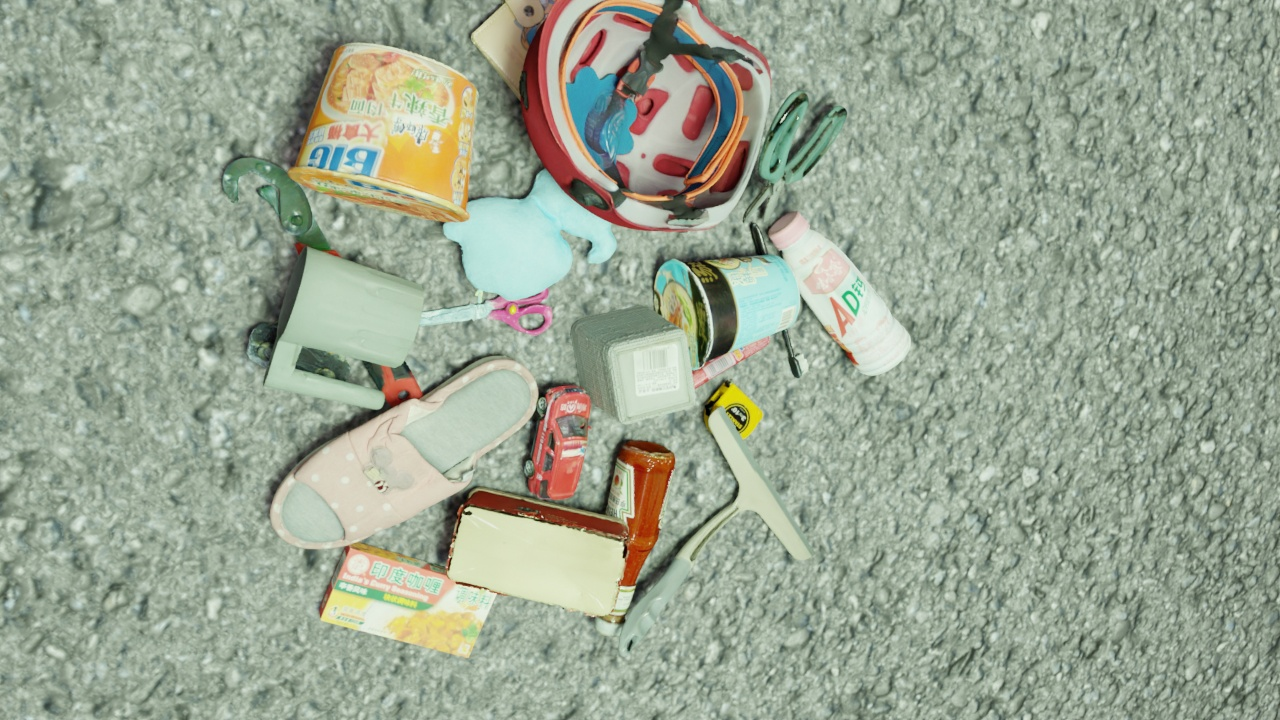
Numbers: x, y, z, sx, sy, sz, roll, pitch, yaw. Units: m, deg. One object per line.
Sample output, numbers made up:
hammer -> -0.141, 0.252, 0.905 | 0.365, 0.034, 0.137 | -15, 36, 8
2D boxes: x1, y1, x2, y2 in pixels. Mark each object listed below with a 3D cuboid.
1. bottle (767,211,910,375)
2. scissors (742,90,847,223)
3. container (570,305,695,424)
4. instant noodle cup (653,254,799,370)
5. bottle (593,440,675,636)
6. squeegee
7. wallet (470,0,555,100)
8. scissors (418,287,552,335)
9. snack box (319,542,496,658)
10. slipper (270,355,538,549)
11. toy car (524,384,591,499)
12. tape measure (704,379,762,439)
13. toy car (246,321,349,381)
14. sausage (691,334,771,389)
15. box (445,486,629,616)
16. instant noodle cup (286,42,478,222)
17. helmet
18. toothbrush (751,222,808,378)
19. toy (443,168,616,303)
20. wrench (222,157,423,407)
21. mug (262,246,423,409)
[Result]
bottle -> 0.210, -0.073, 0.979 | 0.068, 0.068, 0.197 | -43, 108, -6
scissors -> 0.157, -0.214, 0.897 | 0.019, 0.174, 0.169 | 35, 64, 18
container -> -0.005, 0.005, 0.892 | 0.090, 0.114, 0.090 | -14, 106, -16
instant noodle cup -> 0.091, -0.059, 0.924 | 0.120, 0.111, 0.111 | -16, 106, -24
bottle -> -0.012, 0.188, 0.961 | 0.059, 0.060, 0.206 | 9, 99, -21
squeegee -> 0.054, 0.215, 0.983 | 0.246, 0.039, 0.246 | -45, 121, -19
wallet -> -0.092, -0.305, 0.845 | 0.115, 0.024, 0.087 | -44, 117, -5
scissors -> -0.152, -0.052, 0.883 | 0.135, 0.017, 0.063 | -4, 103, -15
snack box -> -0.229, 0.238, 0.911 | 0.155, 0.027, 0.077 | 23, 92, -22
slipper -> -0.214, 0.091, 0.861 | 0.274, 0.054, 0.114 | -32, 121, -13
toy car -> -0.078, 0.083, 0.911 | 0.052, 0.045, 0.121 | -4, 111, -39
tape measure -> 0.096, 0.058, 0.985 | 0.060, 0.029, 0.057 | 42, 85, -22
toy car -> -0.307, -0.001, 0.825 | 0.090, 0.042, 0.034 | 26, 119, -20
sausage -> 0.076, 0.008, 0.973 | 0.155, 0.020, 0.020 | -31, 110, -11
box -> -0.099, 0.190, 0.891 | 0.168, 0.079, 0.091 | 13, 97, -1
instant noodle cup -> -0.206, -0.188, 0.768 | 0.151, 0.151, 0.111 | 13, 89, -21
helmet -> -0.015, -0.219, 0.817 | 0.240, 0.144, 0.206 | 25, 77, -32
toothbrush -> 0.149, -0.064, 0.985 | 0.018, 0.016, 0.181 | -28, 110, -18
toy -> -0.102, -0.117, 0.867 | 0.161, 0.050, 0.156 | 26, 82, -24
wrench -> -0.278, -0.064, 0.834 | 0.056, 0.016, 0.273 | -34, 110, -10
mug -> -0.257, -0.025, 0.795 | 0.103, 0.084, 0.124 | 16, 92, -28
